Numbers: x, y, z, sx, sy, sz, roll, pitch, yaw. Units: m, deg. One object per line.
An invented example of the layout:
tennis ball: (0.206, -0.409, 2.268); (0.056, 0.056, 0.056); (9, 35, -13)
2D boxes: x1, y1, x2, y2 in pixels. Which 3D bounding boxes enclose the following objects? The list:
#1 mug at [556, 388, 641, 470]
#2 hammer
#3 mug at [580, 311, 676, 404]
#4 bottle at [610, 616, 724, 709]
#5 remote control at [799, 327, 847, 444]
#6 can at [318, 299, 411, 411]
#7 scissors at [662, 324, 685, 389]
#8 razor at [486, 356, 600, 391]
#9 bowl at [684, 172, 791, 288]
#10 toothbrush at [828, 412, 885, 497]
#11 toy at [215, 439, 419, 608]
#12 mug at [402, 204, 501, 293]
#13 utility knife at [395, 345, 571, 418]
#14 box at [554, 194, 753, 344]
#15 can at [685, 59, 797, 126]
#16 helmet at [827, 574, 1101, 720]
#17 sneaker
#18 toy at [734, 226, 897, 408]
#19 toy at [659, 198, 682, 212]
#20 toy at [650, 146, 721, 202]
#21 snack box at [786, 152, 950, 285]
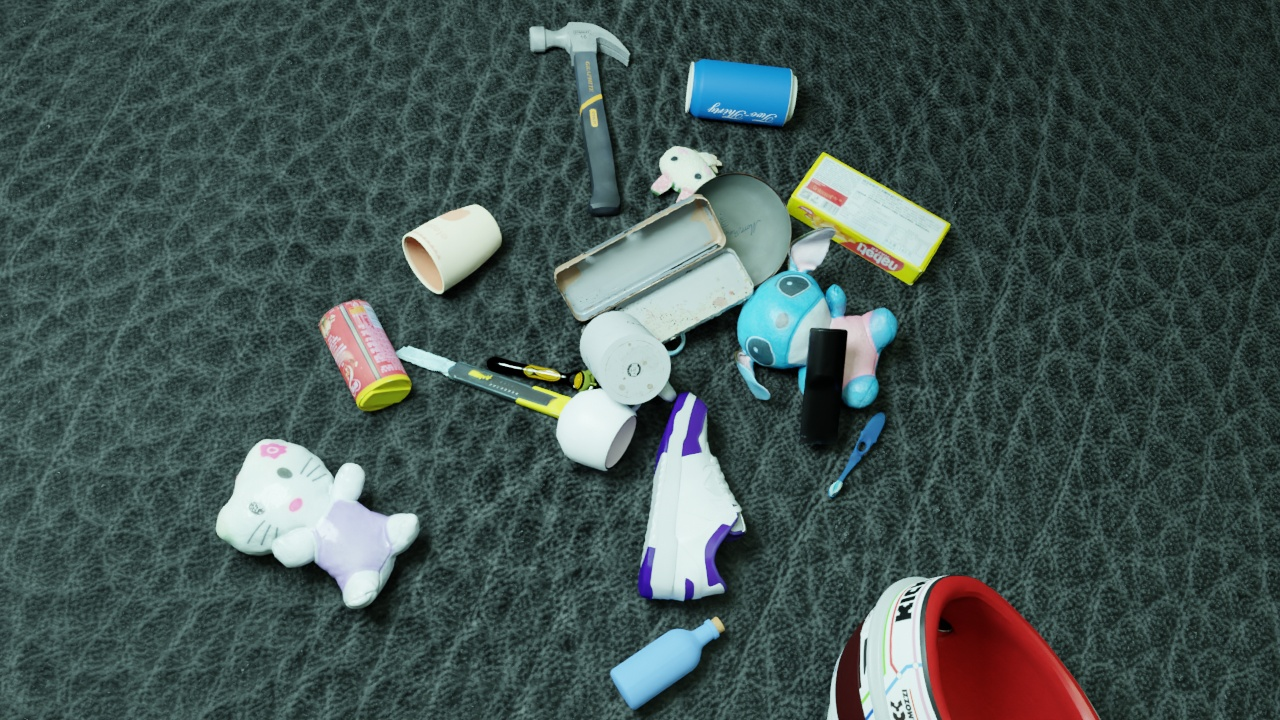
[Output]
mug: (-0.045, 0.068, 1.077); (0.076, 0.090, 0.123); (27, 49, 18)
hammer: (-0.073, -0.339, 1.276); (0.139, 0.035, 0.312); (-4, 68, -8)
mug: (-0.006, 0.006, 1.068); (0.119, 0.096, 0.083); (40, 93, -24)
bottle: (0.034, 0.321, 0.993); (0.131, 0.048, 0.048); (-30, 72, -16)
remote control: (0.217, 0.032, 1.086); (0.045, 0.021, 0.140); (3, 102, -2)
can: (-0.328, -0.006, 1.094); (0.066, 0.067, 0.124); (-27, 72, -15)
scissors: (0.010, -0.005, 1.152); (0.130, 0.014, 0.125); (-32, 72, -12)
razor: (-0.119, 0.017, 1.124); (0.144, 0.021, 0.044); (11, 88, 6)
bowl: (0.117, -0.166, 1.189); (0.150, 0.056, 0.151); (-1, 103, -4)
toothbrush: (0.265, 0.113, 1.118); (0.021, 0.016, 0.132); (34, 69, 9)
toy: (-0.353, 0.174, 1.006); (0.209, 0.086, 0.137); (28, 65, 6)
mug: (-0.243, -0.151, 1.162); (0.104, 0.085, 0.111); (-37, 45, -28)
utility knife: (-0.191, 0.025, 1.119); (0.234, 0.020, 0.028); (18, 65, 4)
box: (0.015, -0.096, 1.136); (0.216, 0.071, 0.156); (-28, 81, 2)
can: (0.140, -0.374, 1.282); (0.146, 0.079, 0.078); (6, 66, -2)
helmet: (0.296, 0.367, 0.891); (0.314, 0.237, 0.230); (48, 47, 1)
sneaker: (0.070, 0.156, 1.047); (0.111, 0.092, 0.243); (10, 70, -2)
toy: (0.220, -0.042, 1.134); (0.191, 0.099, 0.224); (23, 87, -2)
toy: (0.026, -0.164, 1.200); (0.102, 0.065, 0.050); (-45, 45, -17)
toy: (0.067, -0.255, 1.245); (0.087, 0.050, 0.112); (42, 76, 13)
snack box: (0.306, -0.193, 1.238); (0.201, 0.042, 0.092); (32, 67, 9)
